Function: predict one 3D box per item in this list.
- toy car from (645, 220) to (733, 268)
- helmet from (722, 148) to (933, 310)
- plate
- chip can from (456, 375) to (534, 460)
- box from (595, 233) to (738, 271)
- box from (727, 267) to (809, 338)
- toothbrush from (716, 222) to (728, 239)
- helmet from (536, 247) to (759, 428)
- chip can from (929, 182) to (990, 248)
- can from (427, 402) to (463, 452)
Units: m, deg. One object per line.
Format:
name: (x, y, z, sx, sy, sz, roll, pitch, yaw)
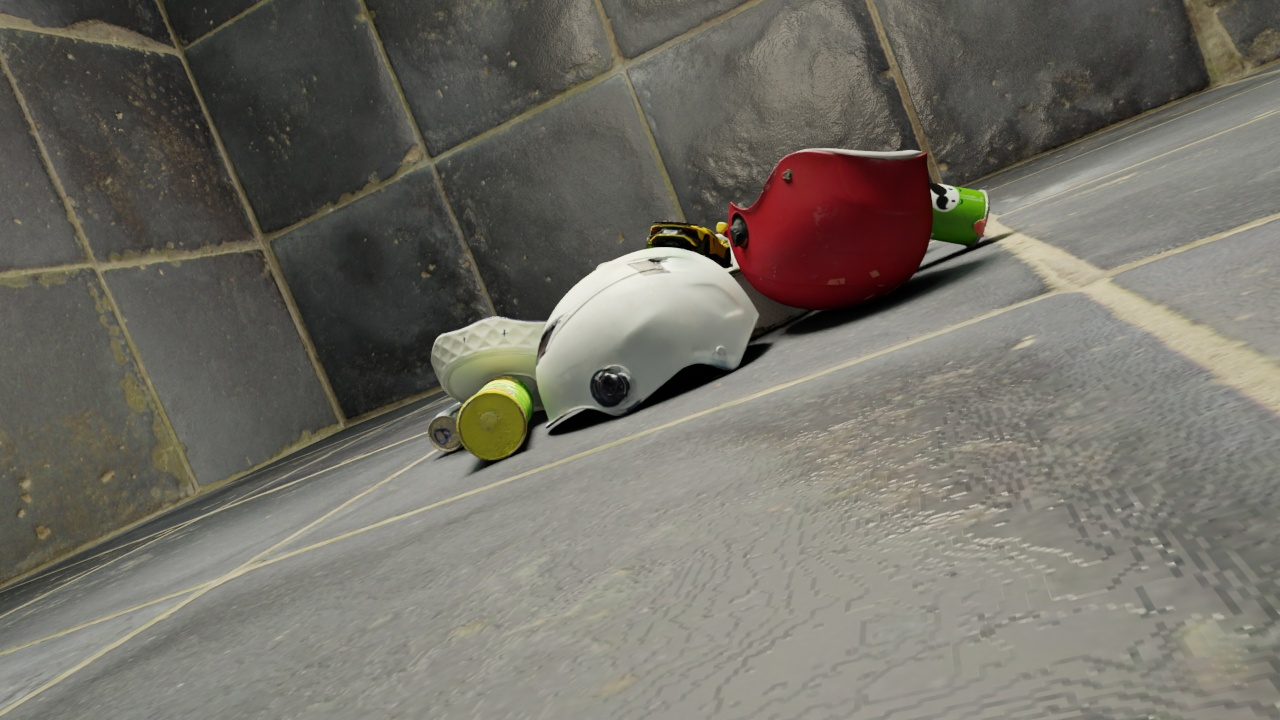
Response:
toy car: (0.060, -0.132, 1.063, 0.071, 0.041, 0.155, 6, -2, 23)
helmet: (0.203, -0.121, 0.989, 0.206, 0.143, 0.241, -5, -15, -27)
plate: (-0.162, 0.013, 1.168, 0.205, 0.045, 0.205, -3, -27, -2)
chip can: (-0.158, 0.060, 1.031, 0.072, 0.072, 0.221, -22, 5, -3)
box: (0.047, -0.091, 1.251, 0.201, 0.161, 0.059, -13, -38, 0)
box: (0.163, -0.088, 1.140, 0.183, 0.090, 0.062, -22, 3, -33)
toothbrush: (0.133, -0.146, 1.141, 0.016, 0.016, 0.190, -44, -22, 16)
helmet: (-0.009, -0.037, 0.986, 0.259, 0.146, 0.228, -21, 5, 16)
chip can: (0.294, -0.190, 1.109, 0.236, 0.072, 0.072, 9, 5, -2)
can: (-0.236, 0.082, 1.234, 0.053, 0.053, 0.134, -21, 5, 14)
